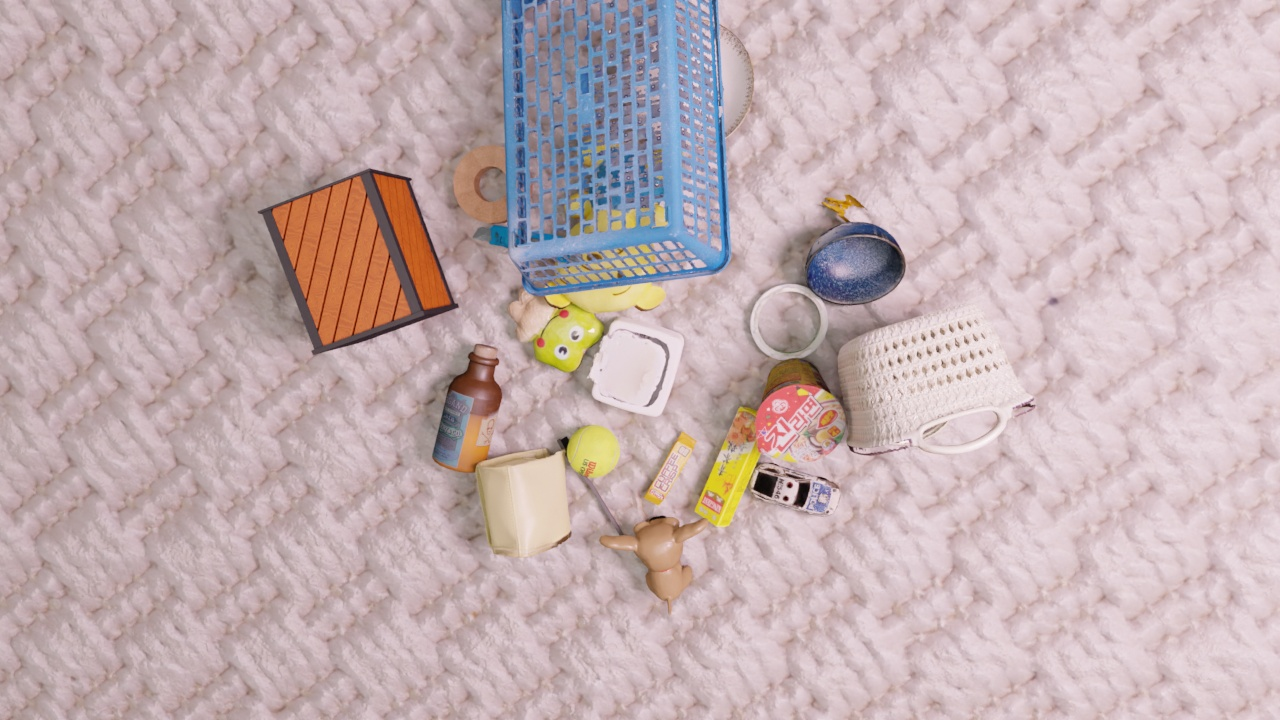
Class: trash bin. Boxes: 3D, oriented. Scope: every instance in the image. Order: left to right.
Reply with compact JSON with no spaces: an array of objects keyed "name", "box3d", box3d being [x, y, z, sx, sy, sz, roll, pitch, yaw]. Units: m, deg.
[{"name":"trash bin","box3d":[-0.330,-0.117,1.096,0.140,0.139,0.172,-19,95,7]}]

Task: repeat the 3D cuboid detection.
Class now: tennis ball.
[{"name":"tennis ball","box3d":[-0.058,0.112,1.138,0.065,0.065,0.065,1,97,5]}]

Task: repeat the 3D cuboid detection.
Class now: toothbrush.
[{"name":"toothbrush","box3d":[-0.058,0.170,1.172,0.013,0.013,0.167,-31,94,0]}]

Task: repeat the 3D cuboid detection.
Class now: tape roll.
[{"name":"tape roll","box3d":[-0.180,-0.216,1.127,0.094,0.027,0.094,1,97,5]},{"name":"tape roll","box3d":[0.181,-0.047,1.121,0.094,0.018,0.094,1,98,5]}]

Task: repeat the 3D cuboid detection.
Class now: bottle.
[{"name":"bottle","box3d":[-0.210,0.056,1.144,0.068,0.067,0.157,16,98,3]}]

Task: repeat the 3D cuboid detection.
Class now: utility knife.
[{"name":"utility knife","box3d":[-0.138,-0.142,1.104,0.175,0.015,0.031,14,93,34]}]

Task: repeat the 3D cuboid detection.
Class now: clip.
[{"name":"clip","box3d":[0.240,-0.179,1.088,0.047,0.054,0.047,-18,74,28]}]

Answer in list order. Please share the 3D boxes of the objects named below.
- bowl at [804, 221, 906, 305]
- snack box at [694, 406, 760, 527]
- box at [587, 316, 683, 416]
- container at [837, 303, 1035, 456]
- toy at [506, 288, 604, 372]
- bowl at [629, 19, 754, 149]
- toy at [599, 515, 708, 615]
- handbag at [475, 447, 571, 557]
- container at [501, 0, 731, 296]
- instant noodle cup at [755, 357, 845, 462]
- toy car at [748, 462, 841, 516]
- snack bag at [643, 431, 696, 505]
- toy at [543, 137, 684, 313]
[{"name":"bowl","box3d":[0.249,-0.125,1.075,0.114,0.060,0.115,3,142,2]},{"name":"snack box","box3d":[0.116,0.132,1.135,0.040,0.028,0.148,29,101,36]},{"name":"box","box3d":[-0.007,0.008,1.107,0.102,0.095,0.107,17,96,2]},{"name":"container","box3d":[0.308,0.028,1.013,0.185,0.251,0.143,-18,85,5]},{"name":"toy","box3d":[-0.110,-0.044,1.135,0.118,0.043,0.092,38,100,1]},{"name":"bowl","box3d":[0.060,-0.317,1.074,0.145,0.063,0.145,1,97,5]},{"name":"toy","box3d":[0.027,0.243,1.134,0.134,0.105,0.108,-11,113,7]},{"name":"handbag","box3d":[-0.138,0.176,1.135,0.081,0.111,0.119,-5,94,43]},{"name":"container","box3d":[-0.043,-0.266,1.007,0.258,0.089,0.362,-5,84,24]},{"name":"instant noodle cup","box3d":[0.185,0.049,1.077,0.100,0.112,0.100,3,115,6]},{"name":"toy car","box3d":[0.192,0.161,1.135,0.113,0.040,0.048,15,99,3]},{"name":"snack bag","box3d":[0.038,0.138,1.156,0.026,0.020,0.099,30,98,2]},{"name":"toy","box3d":[-0.026,-0.155,1.092,0.149,0.083,0.214,16,99,26]}]
